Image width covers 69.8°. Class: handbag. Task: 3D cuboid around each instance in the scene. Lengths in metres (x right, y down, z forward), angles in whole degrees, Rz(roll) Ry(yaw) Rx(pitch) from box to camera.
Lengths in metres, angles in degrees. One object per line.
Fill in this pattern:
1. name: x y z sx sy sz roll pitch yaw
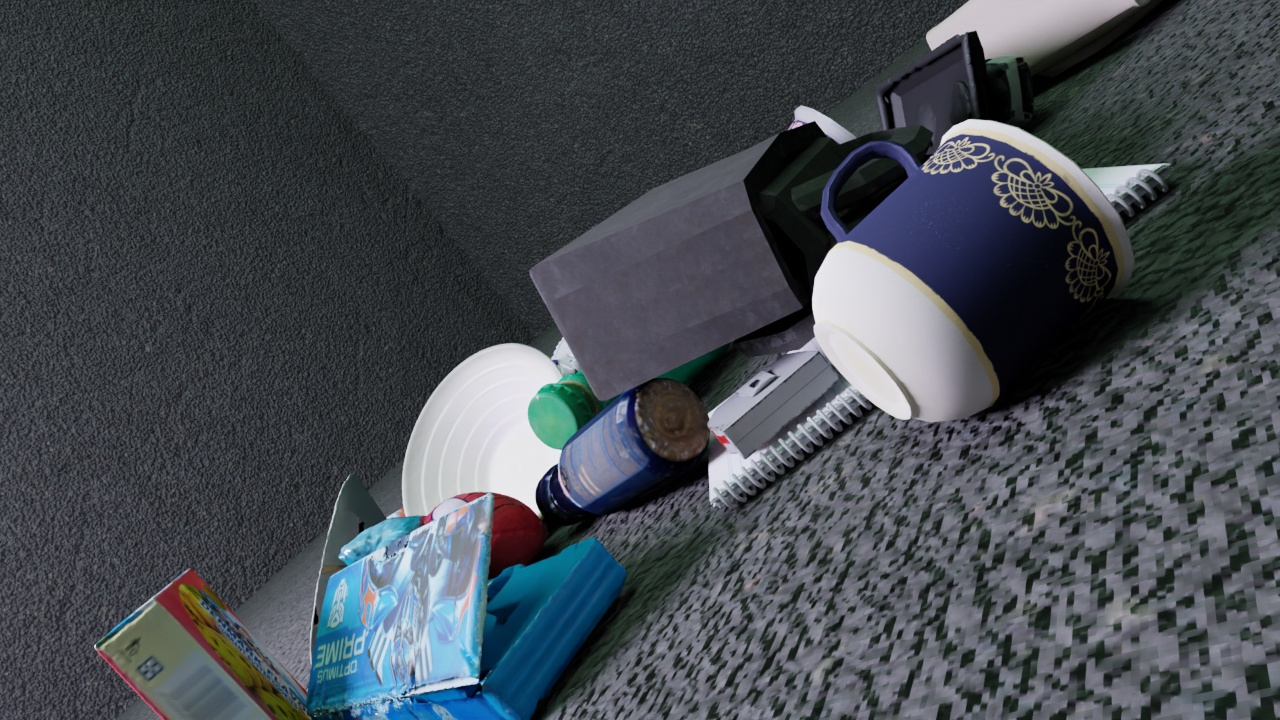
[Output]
1. handbag: 0.376 -0.311 0.771 0.197 0.101 0.195 -30 2 -27
2. handbag: 0.078 -0.069 0.510 0.200 0.102 0.196 -21 13 29

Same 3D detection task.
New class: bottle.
1. bottle: -0.004 0.004 0.679 0.068 0.068 0.209 -33 1 39
2. bottle: -0.017 0.062 0.552 0.056 0.056 0.161 -45 2 -37

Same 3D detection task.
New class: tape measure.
1. tape measure: 0.062 0.020 0.453 0.060 0.020 0.062 -39 5 -5

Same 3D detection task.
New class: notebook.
1. notebook: 0.135 -0.021 0.490 0.246 0.013 0.177 -38 6 10

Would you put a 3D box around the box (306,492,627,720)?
1. box: -0.120 0.140 0.489 0.244 0.085 0.091 -31 13 49

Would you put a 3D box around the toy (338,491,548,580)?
1. toy: -0.127 0.118 0.603 0.133 0.062 0.092 -1 -16 -9

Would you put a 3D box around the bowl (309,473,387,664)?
1. bowl: -0.235 0.187 0.803 0.174 0.068 0.174 -172 92 -83

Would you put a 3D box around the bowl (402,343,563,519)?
1. bowl: -0.105 0.079 0.719 0.177 0.057 0.176 -16 61 31

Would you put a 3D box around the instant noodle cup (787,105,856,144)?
1. instant noodle cup: 0.118 -0.088 0.646 0.122 0.122 0.137 -48 34 7

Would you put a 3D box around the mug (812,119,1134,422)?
1. mug: 0.105 -0.034 0.346 0.089 0.112 0.086 -43 -28 -5

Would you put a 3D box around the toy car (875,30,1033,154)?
1. toy car: 0.255 -0.197 0.731 0.071 0.094 0.192 -10 5 -4

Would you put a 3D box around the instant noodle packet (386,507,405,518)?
1. instant noodle packet: -0.188 0.136 0.990 0.268 0.057 0.147 -38 7 -29

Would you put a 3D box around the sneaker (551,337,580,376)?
1. sneaker: -0.043 0.013 0.900 0.111 0.092 0.243 -26 12 23

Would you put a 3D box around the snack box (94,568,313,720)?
1. snack box: -0.244 0.195 0.545 0.040 0.142 0.145 -42 8 -18
